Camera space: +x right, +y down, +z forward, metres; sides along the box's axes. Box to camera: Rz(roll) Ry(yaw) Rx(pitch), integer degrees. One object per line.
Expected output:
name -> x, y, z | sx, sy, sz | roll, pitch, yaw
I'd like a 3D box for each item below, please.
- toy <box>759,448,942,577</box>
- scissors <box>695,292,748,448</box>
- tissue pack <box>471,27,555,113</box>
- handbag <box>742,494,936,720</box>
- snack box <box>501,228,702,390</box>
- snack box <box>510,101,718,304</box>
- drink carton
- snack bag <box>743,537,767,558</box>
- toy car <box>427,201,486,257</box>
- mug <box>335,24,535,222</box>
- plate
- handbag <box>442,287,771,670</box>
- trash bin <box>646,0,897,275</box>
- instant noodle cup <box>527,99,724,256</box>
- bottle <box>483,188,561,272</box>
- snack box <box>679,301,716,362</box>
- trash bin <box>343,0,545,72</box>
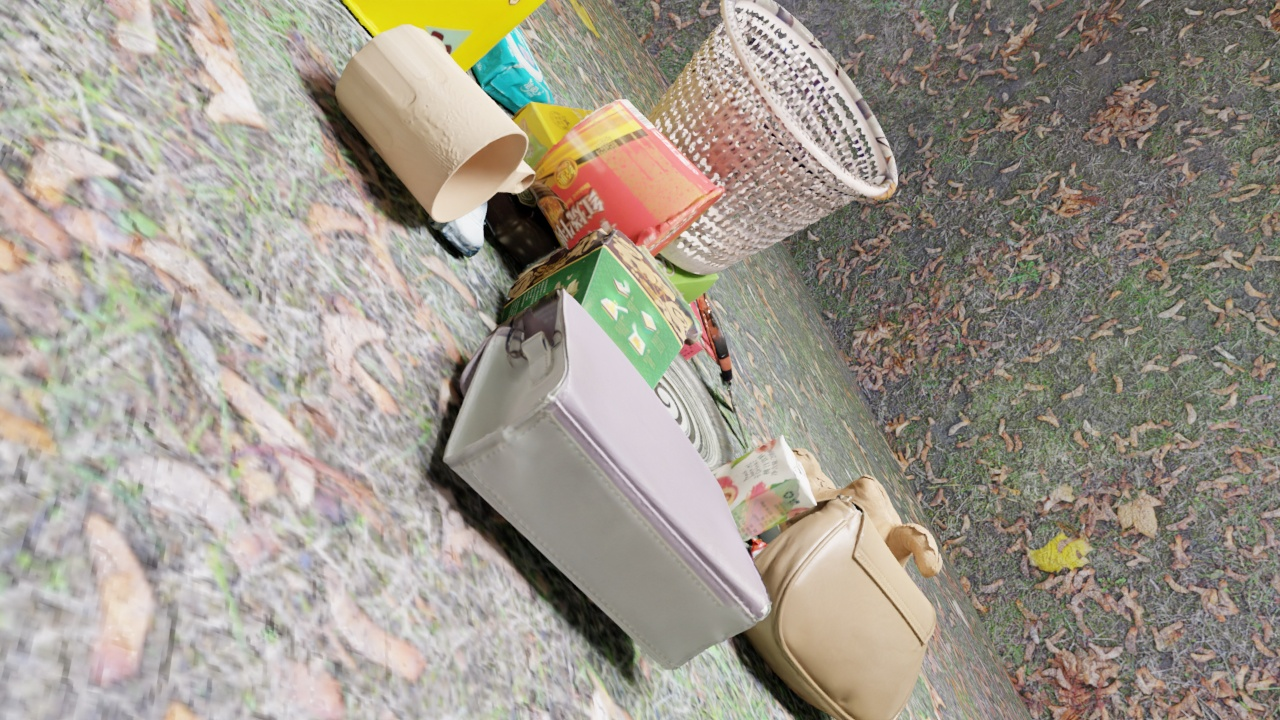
toy -> 0.211, 0.179, 0.920 | 0.226, 0.082, 0.143 | 21, -56, 49
scissors -> 0.099, 0.005, 1.095 | 0.189, 0.015, 0.226 | -54, 126, -88
tissue pack -> -0.152, -0.335, 1.006 | 0.133, 0.050, 0.093 | 64, 17, 20
handbag -> 0.167, 0.219, 0.794 | 0.100, 0.147, 0.204 | 14, -32, 55
snack box -> -0.037, -0.012, 0.660 | 0.117, 0.118, 0.105 | 51, 29, -21
snack box -> -0.032, -0.145, 0.899 | 0.157, 0.070, 0.210 | -13, 71, -54
drink carton -> 0.071, 0.113, 0.711 | 0.045, 0.123, 0.053 | 51, 15, -30
snack bag -> 0.130, 0.216, 0.882 | 0.045, 0.026, 0.105 | 50, 16, -60
toy car -> -0.133, -0.115, 0.679 | 0.043, 0.034, 0.090 | 48, 20, -43
mug -> -0.134, -0.162, 0.635 | 0.103, 0.084, 0.124 | 48, 19, 5
plate -> 0.022, 0.031, 0.814 | 0.179, 0.024, 0.179 | 48, 19, -23
handbag -> -0.019, 0.070, 0.557 | 0.197, 0.099, 0.144 | 51, 19, -24
trash bin -> 0.091, -0.190, 0.847 | 0.227, 0.193, 0.227 | 30, 40, -30
instant noodle cup -> -0.017, -0.135, 0.741 | 0.108, 0.138, 0.137 | 51, 16, -1
bottle -> -0.101, -0.115, 0.761 | 0.195, 0.044, 0.079 | 58, 14, -6
snack box -> 0.023, -0.058, 1.037 | 0.127, 0.044, 0.113 | 45, 20, -38
trash bin -> -0.138, -0.405, 0.797 | 0.229, 0.256, 0.229 | 52, 17, -24
